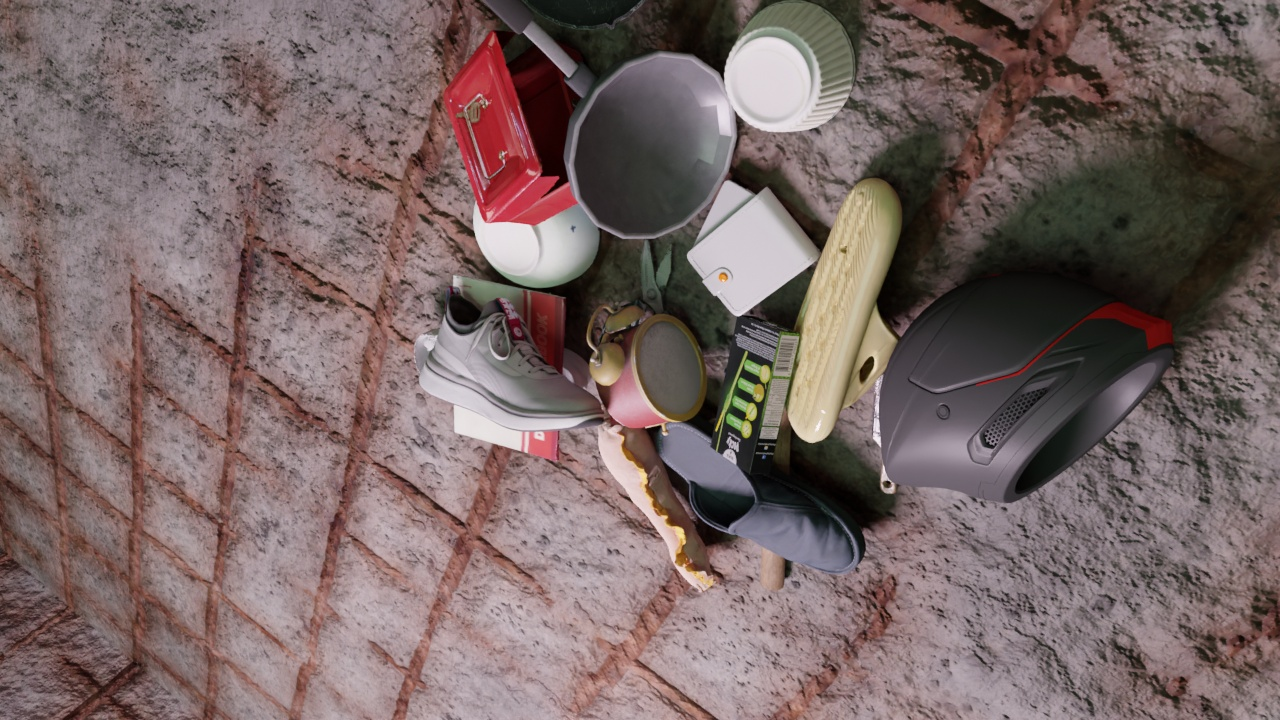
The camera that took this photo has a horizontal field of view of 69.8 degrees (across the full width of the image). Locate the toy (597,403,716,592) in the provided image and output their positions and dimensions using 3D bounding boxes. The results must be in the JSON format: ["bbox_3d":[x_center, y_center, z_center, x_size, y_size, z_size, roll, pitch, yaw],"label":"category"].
[{"bbox_3d":[0.017,0.169,1.095,0.065,0.196,0.264,-27,92,4],"label":"toy"}]

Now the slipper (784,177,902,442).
[{"bbox_3d":[0.207,-0.044,0.878,0.079,0.111,0.262,4,117,-18],"label":"slipper"}]

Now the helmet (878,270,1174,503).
[{"bbox_3d":[0.305,0.019,0.799,0.170,0.163,0.265,54,132,32],"label":"helmet"}]

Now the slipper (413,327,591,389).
[{"bbox_3d":[-0.177,0.005,1.154,0.247,0.074,0.112,9,96,21],"label":"slipper"}]

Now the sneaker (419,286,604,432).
[{"bbox_3d":[-0.141,0.001,1.027,0.263,0.096,0.129,20,108,35],"label":"sneaker"}]

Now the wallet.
[{"bbox_3d":[0.102,-0.118,0.927,0.115,0.037,0.119,50,128,-4],"label":"wallet"}]

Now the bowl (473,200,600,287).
[{"bbox_3d":[-0.129,-0.147,1.033,0.153,0.072,0.154,17,126,24],"label":"bowl"}]

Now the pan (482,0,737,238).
[{"bbox_3d":[-0.048,-0.242,0.802,0.357,0.179,0.041,35,-173,-43],"label":"pan"}]

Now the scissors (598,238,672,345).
[{"bbox_3d":[-0.006,-0.055,1.050,0.142,0.015,0.210,10,123,29],"label":"scissors"}]

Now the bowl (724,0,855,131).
[{"bbox_3d":[0.125,-0.253,0.812,0.115,0.062,0.115,16,125,24],"label":"bowl"}]

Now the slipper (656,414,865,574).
[{"bbox_3d":[0.118,0.166,1.018,0.265,0.083,0.109,35,134,11],"label":"slipper"}]

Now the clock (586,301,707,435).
[{"bbox_3d":[-0.006,0.006,0.995,0.081,0.116,0.159,-16,130,40],"label":"clock"}]

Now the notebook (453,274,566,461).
[{"bbox_3d":[-0.160,0.009,1.105,0.153,0.012,0.209,13,113,21],"label":"notebook"}]

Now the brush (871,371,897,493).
[{"bbox_3d":[0.262,0.078,0.963,0.039,0.012,0.151,11,123,27],"label":"brush"}]

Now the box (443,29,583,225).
[{"bbox_3d":[-0.112,-0.229,0.924,0.135,0.112,0.157,-24,81,45],"label":"box"}]

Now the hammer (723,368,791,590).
[{"bbox_3d":[0.156,0.143,1.057,0.129,0.040,0.322,16,126,28],"label":"hammer"}]

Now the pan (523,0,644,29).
[{"bbox_3d":[0.009,-0.420,0.800,0.358,0.040,0.208,-6,114,34],"label":"pan"}]

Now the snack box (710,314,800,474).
[{"bbox_3d":[0.116,0.034,0.947,0.080,0.025,0.148,31,114,60],"label":"snack box"}]

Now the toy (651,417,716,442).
[{"bbox_3d":[0.060,0.091,1.087,0.112,0.030,0.049,-13,122,44],"label":"toy"}]
